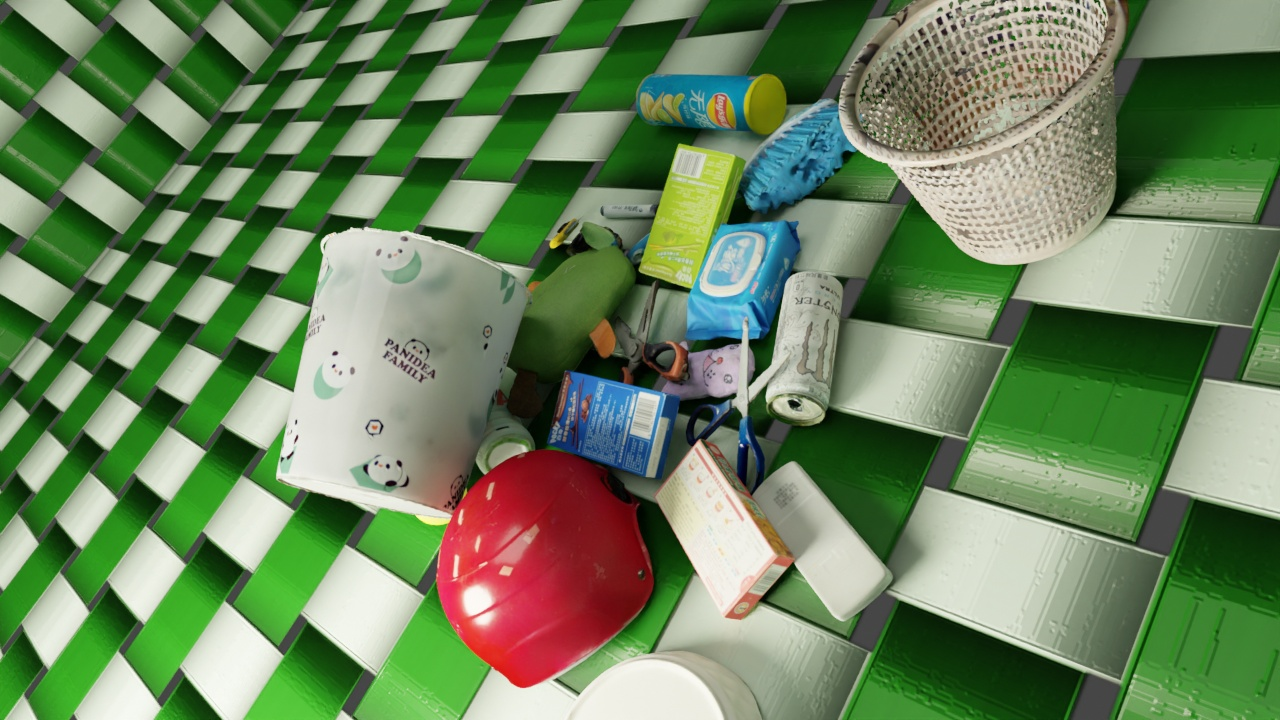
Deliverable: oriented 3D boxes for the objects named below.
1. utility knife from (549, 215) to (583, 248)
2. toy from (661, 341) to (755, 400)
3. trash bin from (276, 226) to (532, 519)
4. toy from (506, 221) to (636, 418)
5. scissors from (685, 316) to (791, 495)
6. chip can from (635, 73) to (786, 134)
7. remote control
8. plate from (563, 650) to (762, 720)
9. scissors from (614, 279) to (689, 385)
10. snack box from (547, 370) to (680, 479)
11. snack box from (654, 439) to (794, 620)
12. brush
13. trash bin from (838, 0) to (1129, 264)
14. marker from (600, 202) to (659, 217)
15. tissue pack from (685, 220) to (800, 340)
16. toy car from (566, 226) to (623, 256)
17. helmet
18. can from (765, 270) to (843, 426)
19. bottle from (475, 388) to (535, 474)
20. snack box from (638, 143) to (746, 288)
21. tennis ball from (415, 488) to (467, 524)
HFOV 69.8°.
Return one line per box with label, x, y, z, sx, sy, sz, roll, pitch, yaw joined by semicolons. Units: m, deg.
utility knife;-0.093;-0.165;1.155;0.033;0.015;0.219;-52;10;-7
toy;0.072;0.011;0.943;0.108;0.039;0.083;-9;50;40
trash bin;-0.253;0.024;0.964;0.230;0.229;0.251;-1;70;38
toy;-0.096;-0.046;1.089;0.246;0.090;0.227;-47;43;-8
scissors;0.092;0.049;0.866;0.163;0.012;0.175;-24;68;54
chip can;0.087;-0.335;1.188;0.210;0.071;0.071;20;72;46
remote control;0.150;0.150;0.781;0.058;0.021;0.150;-43;41;6
plate;0.006;0.330;0.734;0.205;0.045;0.204;-21;47;24
scissors;-0.004;0.006;1.006;0.189;0.015;0.226;-60;26;4
snack box;-0.030;0.063;0.946;0.157;0.026;0.084;12;88;46
snack box;0.070;0.149;0.827;0.077;0.027;0.155;-54;39;17
brush;0.116;-0.194;1.070;0.315;0.060;0.109;-40;36;9
trash bin;0.315;-0.197;0.799;0.228;0.192;0.227;-22;46;24
marker;-0.001;-0.195;1.186;0.131;0.018;0.022;9;72;42
tissue pack;0.108;-0.088;0.982;0.095;0.052;0.156;4;59;38
toy car;-0.060;-0.147;1.181;0.090;0.035;0.042;14;65;50
helmet;-0.112;0.174;0.886;0.207;0.144;0.239;-35;41;14
can;0.158;-0.013;0.880;0.058;0.058;0.146;-9;52;34
bottle;-0.186;0.063;1.091;0.068;0.068;0.197;-43;38;1
snack box;0.058;-0.164;1.053;0.086;0.026;0.156;21;97;38
tennis ball;-0.232;0.155;1.052;0.066;0.065;0.065;-22;46;24
